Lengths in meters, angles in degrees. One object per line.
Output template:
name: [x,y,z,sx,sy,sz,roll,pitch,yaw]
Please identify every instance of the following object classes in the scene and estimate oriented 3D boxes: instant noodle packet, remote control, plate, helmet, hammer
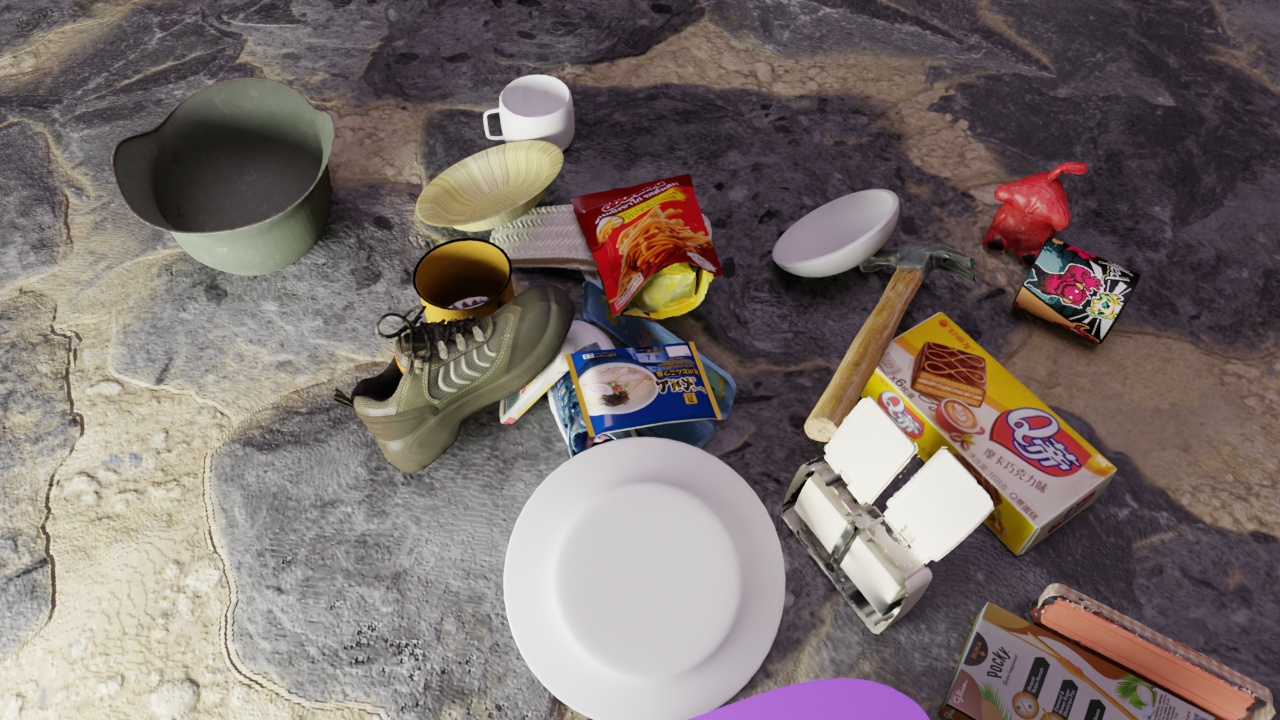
instant noodle packet: [0.003,0.025,0.856,0.134,0.026,0.087,-6,60,-23]
remote control: [-0.105,0.020,0.907,0.018,0.126,0.038,21,45,-28]
plate: [0.007,0.184,0.776,0.242,0.016,0.242,2,77,-8]
plate: [-0.173,-0.198,1.091,0.184,0.036,0.184,-13,38,10]
helmet: [-0.443,-0.197,1.038,0.227,0.154,0.267,-10,59,-8]
hammer: [0.239,-0.030,0.915,0.132,0.033,0.329,5,37,32]

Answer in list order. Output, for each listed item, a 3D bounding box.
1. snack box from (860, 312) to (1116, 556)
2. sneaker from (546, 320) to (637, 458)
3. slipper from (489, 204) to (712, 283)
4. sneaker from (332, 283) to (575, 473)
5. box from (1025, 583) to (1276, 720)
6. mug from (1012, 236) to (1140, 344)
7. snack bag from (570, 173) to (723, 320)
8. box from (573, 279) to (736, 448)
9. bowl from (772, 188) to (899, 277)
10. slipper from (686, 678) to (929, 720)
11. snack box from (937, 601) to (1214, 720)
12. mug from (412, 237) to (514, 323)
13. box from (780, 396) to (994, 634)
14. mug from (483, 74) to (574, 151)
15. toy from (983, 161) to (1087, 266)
snack box: [0.329,0.065,0.896,0.110,0.062,0.230,-28,57,-18]
sneaker: [-0.051,0.056,0.879,0.087,0.079,0.235,-32,59,16]
slipper: [-0.046,-0.128,1.050,0.263,0.052,0.114,4,57,16]
sneaker: [-0.187,-0.016,0.865,0.238,0.143,0.101,-41,30,3]
box: [0.421,0.242,0.762,0.187,0.070,0.056,26,97,17]
mug: [0.476,-0.082,0.998,0.098,0.082,0.117,29,35,20]
snack bag: [0.008,-0.128,0.980,0.139,0.067,0.207,-19,41,3]
box: [-0.006,0.007,0.936,0.209,0.086,0.072,37,50,25]
bowl: [0.224,-0.134,1.028,0.150,0.043,0.149,-27,24,13]
slipper: [0.099,0.325,0.702,0.267,0.084,0.107,-17,40,11]
snack box: [0.353,0.290,0.748,0.186,0.032,0.100,26,58,18]
mug: [-0.171,-0.056,0.969,0.124,0.094,0.100,27,57,20]
box: [0.200,0.131,0.778,0.057,0.188,0.144,-18,57,-32]
mug: [-0.142,-0.308,1.171,0.115,0.068,0.094,-11,54,-8]
toy: [0.453,-0.186,1.044,0.088,0.133,0.093,34,51,11]
